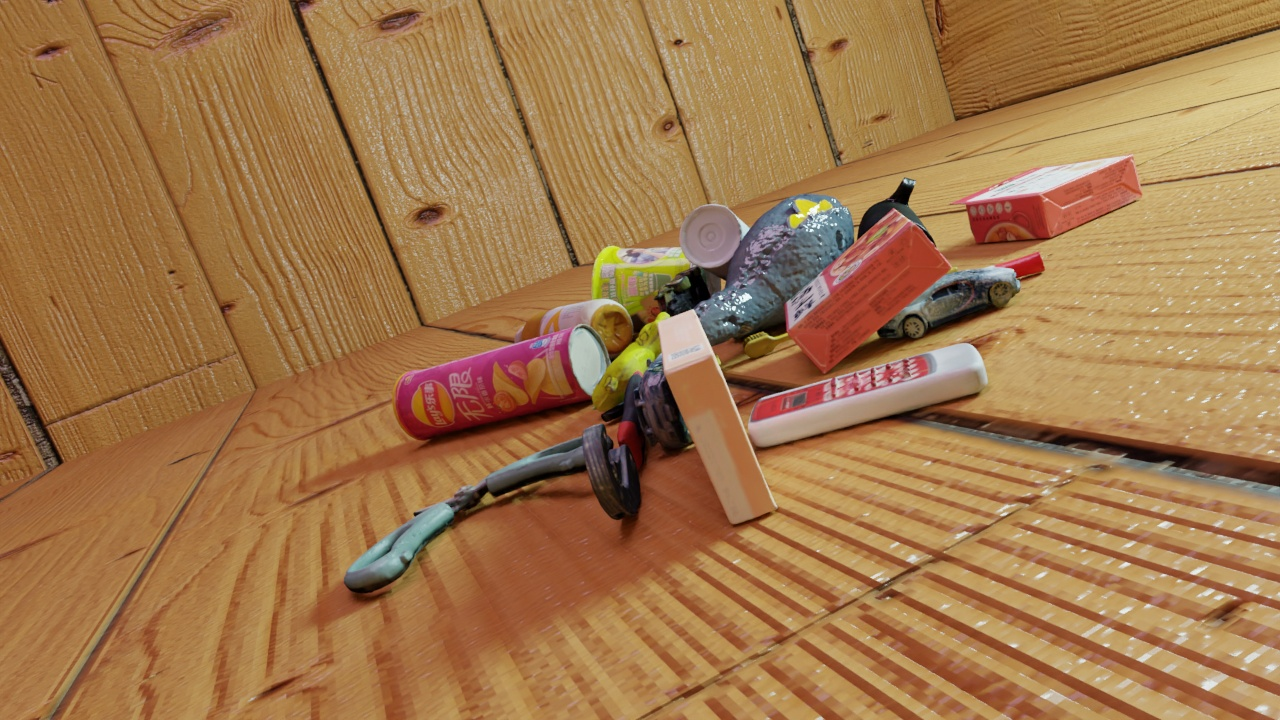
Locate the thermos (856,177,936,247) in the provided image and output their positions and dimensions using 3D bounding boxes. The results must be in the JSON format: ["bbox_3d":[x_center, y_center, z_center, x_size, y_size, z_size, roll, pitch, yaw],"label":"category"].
[{"bbox_3d":[0.245,-0.127,0.887,0.068,0.090,0.242,15,19,8],"label":"thermos"}]

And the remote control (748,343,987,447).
[{"bbox_3d":[0.129,0.019,0.533,0.136,0.020,0.055,-17,10,18],"label":"remote control"}]

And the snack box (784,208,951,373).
[{"bbox_3d":[0.162,-0.056,0.682,0.113,0.044,0.127,-42,5,15],"label":"snack box"}]

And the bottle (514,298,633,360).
[{"bbox_3d":[-0.084,-0.028,1.049,0.067,0.068,0.190,-27,12,-34],"label":"bottle"}]

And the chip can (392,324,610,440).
[{"bbox_3d":[-0.133,0.023,0.868,0.211,0.071,0.071,-14,12,28],"label":"chip can"}]

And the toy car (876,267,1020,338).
[{"bbox_3d":[0.220,-0.044,0.664,0.105,0.031,0.049,-21,8,1],"label":"toy car"}]

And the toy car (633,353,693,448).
[{"bbox_3d":[0.023,0.021,0.629,0.037,0.054,0.120,-15,11,17],"label":"toy car"}]

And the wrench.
[{"bbox_3d":[-0.007,0.045,0.591,0.016,0.056,0.273,-16,7,7],"label":"wrench"}]

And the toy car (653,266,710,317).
[{"bbox_3d":[0.050,-0.053,0.932,0.042,0.070,0.157,-19,8,18],"label":"toy car"}]

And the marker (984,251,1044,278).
[{"bbox_3d":[0.242,-0.057,0.727,0.145,0.017,0.017,-16,11,18],"label":"marker"}]

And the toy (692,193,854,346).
[{"bbox_3d":[0.134,-0.094,0.864,0.138,0.091,0.355,-38,2,36],"label":"toy"}]

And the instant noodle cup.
[{"bbox_3d":[0.023,-0.085,1.061,0.124,0.112,0.111,-4,17,31],"label":"instant noodle cup"}]

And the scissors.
[{"bbox_3d":[-0.098,0.089,0.576,0.170,0.019,0.171,-24,6,21],"label":"scissors"}]

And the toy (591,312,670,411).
[{"bbox_3d":[-0.005,0.004,0.761,0.100,0.031,0.097,-54,-9,-4],"label":"toy"}]

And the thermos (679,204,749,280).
[{"bbox_3d":[0.102,-0.115,0.995,0.070,0.070,0.220,-17,-8,17],"label":"thermos"}]

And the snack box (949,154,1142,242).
[{"bbox_3d":[0.385,-0.153,0.880,0.113,0.044,0.127,-23,12,-15],"label":"snack box"}]

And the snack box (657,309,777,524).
[{"bbox_3d":[0.038,0.023,0.505,0.026,0.084,0.157,-22,10,4],"label":"snack box"}]

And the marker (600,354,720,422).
[{"bbox_3d":[0.018,0.021,0.748,0.123,0.015,0.018,-26,8,-32],"label":"marker"}]

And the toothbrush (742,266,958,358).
[{"bbox_3d":[0.175,-0.041,0.767,0.190,0.016,0.016,-20,25,-1],"label":"toothbrush"}]
